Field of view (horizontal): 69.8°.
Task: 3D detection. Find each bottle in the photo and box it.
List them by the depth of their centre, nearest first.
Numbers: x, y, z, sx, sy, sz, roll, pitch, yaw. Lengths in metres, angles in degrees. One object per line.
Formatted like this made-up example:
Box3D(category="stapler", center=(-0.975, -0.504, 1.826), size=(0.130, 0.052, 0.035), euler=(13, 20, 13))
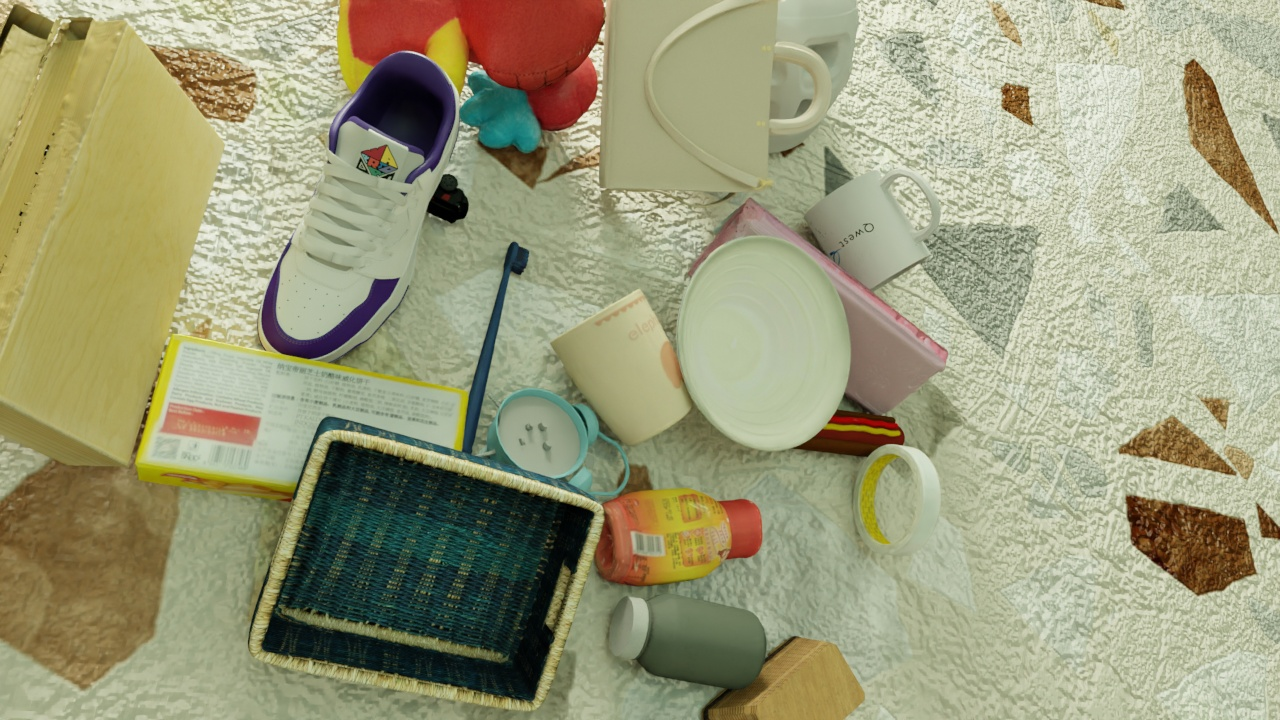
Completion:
Box3D(category="bottle", center=(0.035, 0.206, 0.678), size=(0.108, 0.060, 0.060), euler=(17, 63, -20))
Box3D(category="bottle", center=(0.032, 0.135, 0.713), size=(0.134, 0.049, 0.071), euler=(0, 70, -26))

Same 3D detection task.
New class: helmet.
Box3D(category="helmet", center=(0.096, -0.356, 0.925), size=(0.223, 0.184, 0.282), euler=(-11, 54, -34))

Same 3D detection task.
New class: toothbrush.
Box3D(category="toothbrush", center=(-0.115, -0.013, 0.723), size=(0.017, 0.016, 0.189), euler=(23, 61, -24))

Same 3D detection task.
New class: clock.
Box3D(category="clock", center=(-0.061, 0.066, 0.693), size=(0.123, 0.042, 0.087), euler=(22, 50, -21))

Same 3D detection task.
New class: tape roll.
Box3D(category="tape roll", center=(0.218, 0.119, 0.785), size=(0.019, 0.094, 0.094), euler=(10, 65, -23))

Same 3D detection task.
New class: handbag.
Box3D(category="handbag", center=(0.067, -0.230, 0.791), size=(0.198, 0.101, 0.195), euler=(1, 101, -6))

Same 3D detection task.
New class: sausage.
Box3D(category="sausage", center=(0.170, 0.063, 0.818), size=(0.155, 0.040, 0.040), euler=(8, 66, -23))

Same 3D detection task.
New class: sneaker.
Box3D(category="sneaker", center=(-0.192, -0.110, 0.642), size=(0.092, 0.111, 0.244), euler=(24, 79, -11))

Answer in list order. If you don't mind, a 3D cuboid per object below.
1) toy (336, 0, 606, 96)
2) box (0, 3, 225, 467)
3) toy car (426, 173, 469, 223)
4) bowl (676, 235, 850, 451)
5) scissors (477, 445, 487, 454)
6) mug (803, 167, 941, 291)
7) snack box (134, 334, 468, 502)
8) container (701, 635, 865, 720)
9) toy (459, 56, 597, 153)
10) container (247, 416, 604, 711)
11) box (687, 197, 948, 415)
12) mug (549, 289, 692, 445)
Box3D(category="toy", center=(-0.137, -0.279, 0.741), size=(0.216, 0.099, 0.147), euler=(-3, 74, 4))
Box3D(category="box", center=(-0.373, -0.077, 0.555), size=(0.179, 0.142, 0.248), euler=(8, 65, -12))
Box3D(category="toy car", center=(-0.180, -0.139, 0.729), size=(0.091, 0.042, 0.036), euler=(36, 65, -8))
Box3D(category="bowl", center=(0.091, -0.012, 0.766), size=(0.176, 0.058, 0.176), euler=(3, 84, -30))
Box3D(category="scissors", center=(-0.113, 0.113, 0.672), size=(0.130, 0.018, 0.109), euler=(-30, 81, -34))
Box3D(category="mug", center=(0.231, -0.129, 0.882), size=(0.082, 0.120, 0.096), euler=(-23, 80, -48))
Box3D(category="snack box", center=(-0.224, 0.049, 0.628), size=(0.200, 0.042, 0.092), euler=(12, 64, -21))
Box3D(category="container", center=(0.112, 0.259, 0.693), size=(0.113, 0.061, 0.063), euler=(-27, 83, -32))
Box3D(category="toy", center=(-0.095, -0.233, 0.804), size=(0.132, 0.062, 0.092), euler=(-40, 74, -16))
Box3D(category="container", center=(-0.135, 0.129, 0.589), size=(0.187, 0.071, 0.145), euler=(19, 88, -20))
Box3D(category="box", center=(0.166, -0.056, 0.842), size=(0.232, 0.099, 0.080), euler=(35, 37, -7))
Box3D(category="mug", center=(-0.004, 0.004, 0.740), size=(0.104, 0.085, 0.111), euler=(60, 28, -3))
